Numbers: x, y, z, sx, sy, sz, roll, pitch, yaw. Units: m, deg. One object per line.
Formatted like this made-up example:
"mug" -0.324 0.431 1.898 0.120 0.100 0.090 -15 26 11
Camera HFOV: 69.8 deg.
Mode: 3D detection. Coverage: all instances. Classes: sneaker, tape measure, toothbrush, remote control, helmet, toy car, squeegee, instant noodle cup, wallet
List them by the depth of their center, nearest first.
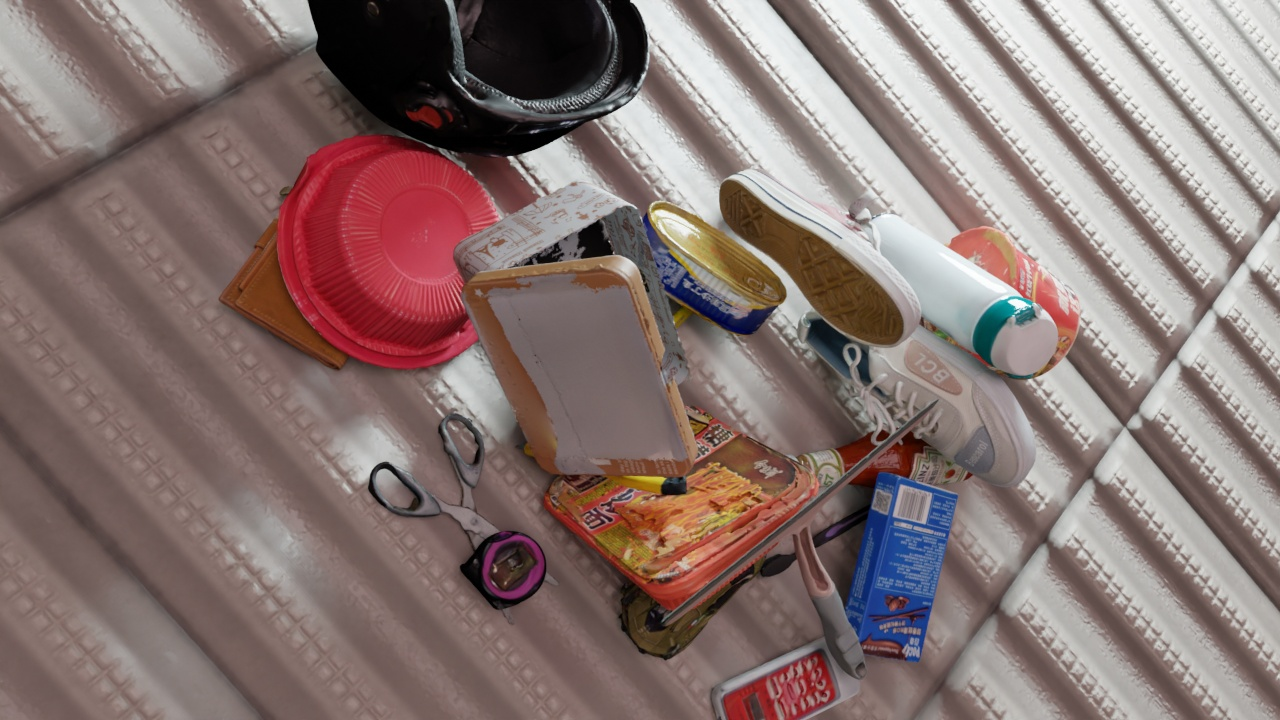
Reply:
"squeegee" 0.141 0.175 0.705 0.247 0.040 0.250 -36 131 -13
"tape measure" -0.102 0.161 0.712 0.057 0.039 0.057 -40 96 -25
"instant noodle cup" -0.180 -0.092 0.721 0.193 0.066 0.193 5 81 -33
"helmet" -0.132 -0.276 0.726 0.274 0.231 0.232 43 58 -10
"instant noodle cup" 0.034 0.121 0.728 0.164 0.189 0.079 -30 122 -24
"wallet" -0.256 -0.076 0.730 0.119 0.035 0.130 33 67 -11
"toy car" 0.047 0.181 0.772 0.157 0.042 0.070 -40 92 -27
"remote control" 0.126 0.282 0.784 0.135 0.020 0.056 -15 80 -23
"toothbrush" -0.005 0.005 0.813 0.016 0.016 0.189 49 65 -9
"sneaker" 0.236 0.025 0.817 0.090 0.090 0.242 -23 55 -32
"sneaker" 0.173 -0.107 0.827 0.087 0.118 0.241 -26 51 -22
"toothbrush" 0.181 0.155 0.846 0.188 0.017 0.014 -22 96 -27
"instant noodle cup" 0.352 -0.049 0.901 0.108 0.138 0.137 20 69 -23

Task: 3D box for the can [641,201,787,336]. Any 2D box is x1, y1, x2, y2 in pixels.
"can" 0.058 -0.081 0.826 0.148 0.049 0.074 32 36 -9

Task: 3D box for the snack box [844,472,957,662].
"snack box" 0.229 0.184 0.814 0.084 0.026 0.157 18 85 -32

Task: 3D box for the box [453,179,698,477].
"box" -0.033 -0.012 0.674 0.153 0.181 0.183 -33 127 -18

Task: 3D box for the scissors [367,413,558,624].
"scissors" -0.139 0.124 0.735 0.175 0.014 0.159 13 74 -19

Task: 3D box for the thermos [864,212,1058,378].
"thermos" 0.280 -0.061 0.834 0.073 0.224 0.073 -12 124 -19

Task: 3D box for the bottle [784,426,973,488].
"bottle" 0.217 0.094 0.847 0.205 0.060 0.059 -4 77 -21

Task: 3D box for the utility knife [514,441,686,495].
"utility knife" -0.033 0.079 0.726 0.033 0.165 0.015 -42 133 -45
